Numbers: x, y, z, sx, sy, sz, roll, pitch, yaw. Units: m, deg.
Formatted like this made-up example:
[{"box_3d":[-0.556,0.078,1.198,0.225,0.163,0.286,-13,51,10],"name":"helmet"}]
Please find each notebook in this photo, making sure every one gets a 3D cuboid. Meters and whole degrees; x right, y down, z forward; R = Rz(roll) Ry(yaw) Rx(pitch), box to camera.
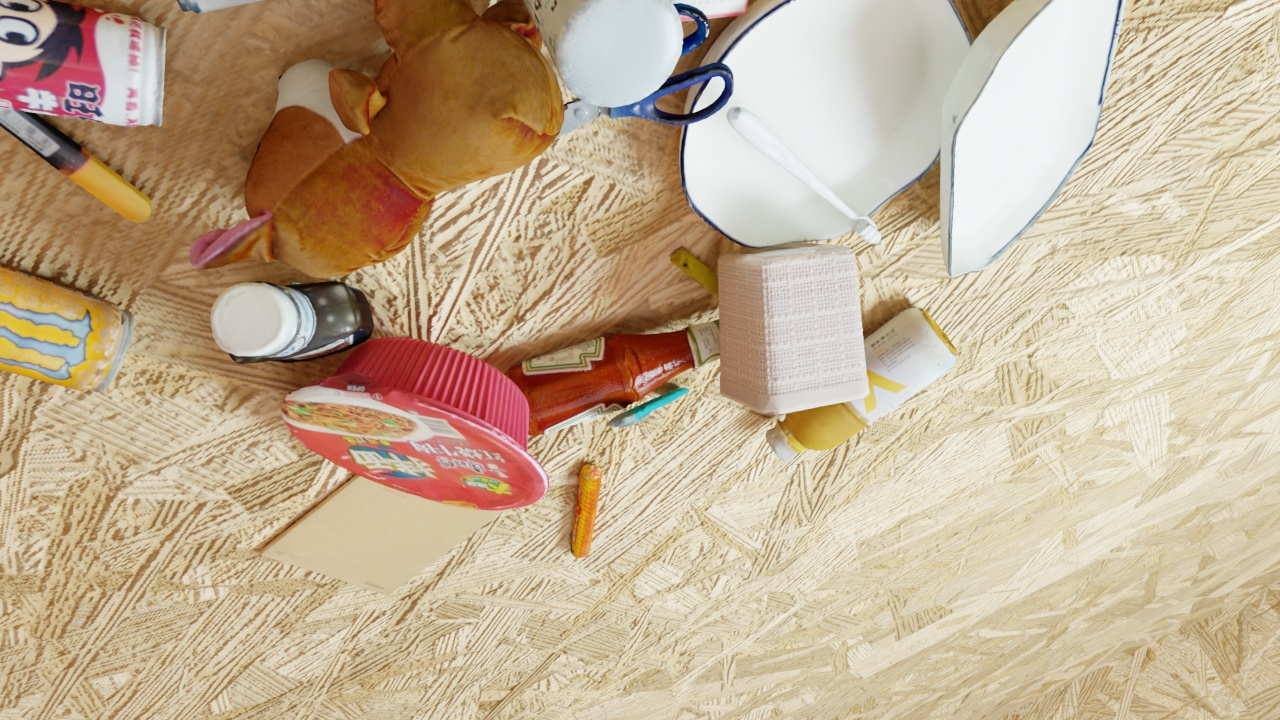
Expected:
[{"box_3d":[-0.214,0.140,0.832,0.212,0.012,0.149,-36,138,16],"name":"notebook"}]

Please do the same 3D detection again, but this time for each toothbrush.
[{"box_3d":[0.113,-0.120,0.614,0.016,0.016,0.180,-43,136,20],"name":"toothbrush"},{"box_3d":[0.085,-0.043,0.760,0.016,0.016,0.190,-36,139,20],"name":"toothbrush"}]

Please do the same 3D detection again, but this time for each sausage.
[{"box_3d":[-0.055,0.153,0.913,0.021,0.021,0.165,-8,139,-17],"name":"sausage"}]

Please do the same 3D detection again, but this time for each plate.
[{"box_3d":[0.266,-0.163,0.655,0.162,0.034,0.266,-43,150,-4],"name":"plate"},{"box_3d":[0.118,-0.167,0.613,0.204,0.045,0.205,-13,140,-11],"name":"plate"}]

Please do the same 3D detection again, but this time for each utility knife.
[{"box_3d":[0.009,0.039,0.759,0.029,0.013,0.151,-24,178,24],"name":"utility knife"}]

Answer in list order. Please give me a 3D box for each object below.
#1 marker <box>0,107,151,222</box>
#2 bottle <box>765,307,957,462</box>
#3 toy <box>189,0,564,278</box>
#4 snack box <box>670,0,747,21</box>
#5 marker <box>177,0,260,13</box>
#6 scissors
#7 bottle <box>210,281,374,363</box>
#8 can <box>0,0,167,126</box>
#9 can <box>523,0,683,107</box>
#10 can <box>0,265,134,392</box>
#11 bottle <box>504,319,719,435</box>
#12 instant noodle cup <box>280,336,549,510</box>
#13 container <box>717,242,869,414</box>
[{"box_3d":[-0.314,-0.117,0.487,0.018,0.015,0.124,-32,138,9],"name":"marker"},{"box_3d":[0.201,0.029,0.857,0.190,0.068,0.068,-39,138,20],"name":"bottle"},{"box_3d":[-0.141,-0.118,0.487,0.200,0.130,0.140,-40,171,22],"name":"toy"},{"box_3d":[0.027,-0.256,0.480,0.077,0.027,0.156,-11,140,-14],"name":"snack box"},{"box_3d":[-0.167,-0.197,0.462,0.130,0.018,0.023,-15,132,-10],"name":"marker"},{"box_3d":[-0.032,-0.160,0.544,0.174,0.012,0.125,1,136,1],"name":"scissors"},{"box_3d":[-0.202,-0.022,0.531,0.080,0.044,0.195,-17,-176,-9],"name":"bottle"},{"box_3d":[-0.297,-0.145,0.430,0.132,0.053,0.053,3,134,-29],"name":"can"},{"box_3d":[-0.030,-0.184,0.439,0.058,0.146,0.058,-14,141,-12],"name":"can"},{"box_3d":[-0.376,-0.028,0.522,0.058,0.058,0.146,-43,137,23],"name":"can"},{"box_3d":[-0.004,0.004,0.734,0.206,0.059,0.060,-17,141,-4],"name":"bottle"},{"box_3d":[-0.152,0.042,0.661,0.194,0.065,0.194,12,153,6],"name":"instant noodle cup"},{"box_3d":[0.110,-0.028,0.681,0.090,0.090,0.111,-9,103,-18],"name":"container"}]
